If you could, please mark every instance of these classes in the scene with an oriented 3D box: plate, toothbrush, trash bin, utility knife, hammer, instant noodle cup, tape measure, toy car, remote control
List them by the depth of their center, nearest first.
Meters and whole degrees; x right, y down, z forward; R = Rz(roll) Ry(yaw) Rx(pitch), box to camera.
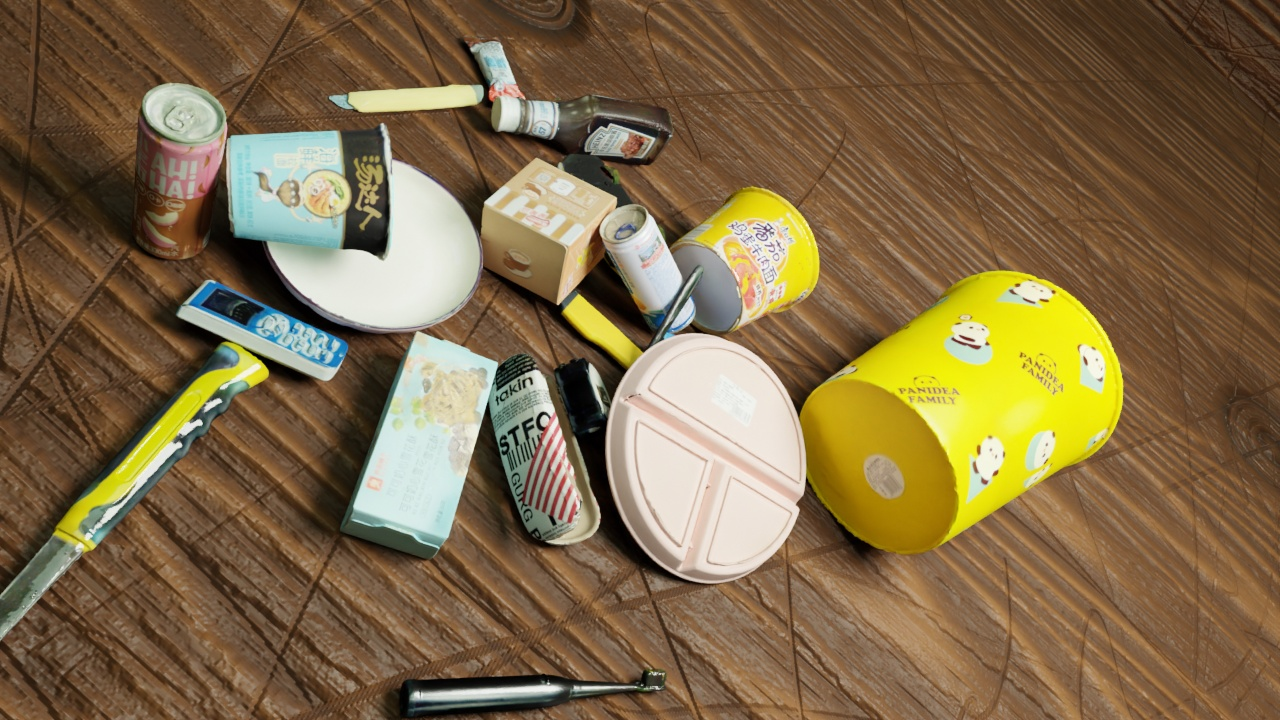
[{"bbox_3d":[-0.368,0.103,0.612,0.126,0.032,0.322,34,49,-8],"label":"hammer"},{"bbox_3d":[-0.073,0.249,0.693,0.212,0.026,0.027,6,96,-27],"label":"toothbrush"},{"bbox_3d":[-0.299,-0.022,0.732,0.125,0.024,0.049,27,24,-14],"label":"remote control"},{"bbox_3d":[-0.266,-0.135,0.735,0.120,0.111,0.111,-3,62,-22],"label":"instant noodle cup"},{"bbox_3d":[-0.238,-0.100,0.817,0.192,0.039,0.192,15,54,-22],"label":"plate"},{"bbox_3d":[-0.048,0.036,0.820,0.033,0.066,0.065,-21,72,7],"label":"tape measure"},{"bbox_3d":[0.069,0.086,0.835,0.229,0.028,0.229,9,74,-34],"label":"plate"},{"bbox_3d":[0.017,-0.018,0.877,0.015,0.018,0.180,46,68,-44],"label":"toothbrush"},{"bbox_3d":[-0.005,0.005,0.899,0.209,0.015,0.033,43,50,-5],"label":"utility knife"},{"bbox_3d":[0.312,0.055,0.927,0.254,0.230,0.229,-25,75,-34],"label":"trash bin"},{"bbox_3d":[-0.235,-0.272,0.946,0.167,0.018,0.031,-12,63,-37],"label":"utility knife"},{"bbox_3d":[0.100,-0.097,0.958,0.109,0.138,0.138,-34,81,-33],"label":"instant noodle cup"},{"bbox_3d":[-0.033,-0.153,0.970,0.071,0.041,0.156,-27,78,-39],"label":"toy car"}]

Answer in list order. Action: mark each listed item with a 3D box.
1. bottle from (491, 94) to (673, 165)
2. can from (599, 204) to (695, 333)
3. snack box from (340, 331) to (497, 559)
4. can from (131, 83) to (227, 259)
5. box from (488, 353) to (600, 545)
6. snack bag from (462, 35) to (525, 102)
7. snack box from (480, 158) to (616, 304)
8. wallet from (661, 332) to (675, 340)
[{"bbox_3d":[-0.063,-0.254,0.994,0.194,0.080,0.044,2,65,-28],"label":"bottle"},{"bbox_3d":[0.008,-0.087,0.893,0.134,0.053,0.053,59,32,-45],"label":"can"},{"bbox_3d":[-0.175,0.065,0.737,0.074,0.052,0.174,23,51,-17],"label":"snack box"},{"bbox_3d":[-0.354,-0.140,0.701,0.058,0.148,0.057,15,54,-22],"label":"can"},{"bbox_3d":[-0.078,0.077,0.783,0.088,0.076,0.162,15,47,-56],"label":"box"},{"bbox_3d":[-0.161,-0.323,1.016,0.045,0.026,0.105,-11,65,-26],"label":"snack bag"},{"bbox_3d":[-0.090,-0.124,0.880,0.093,0.077,0.094,28,47,10],"label":"snack box"},{"bbox_3d":[0.071,0.033,0.904,0.133,0.040,0.106,20,48,-29],"label":"wallet"}]
